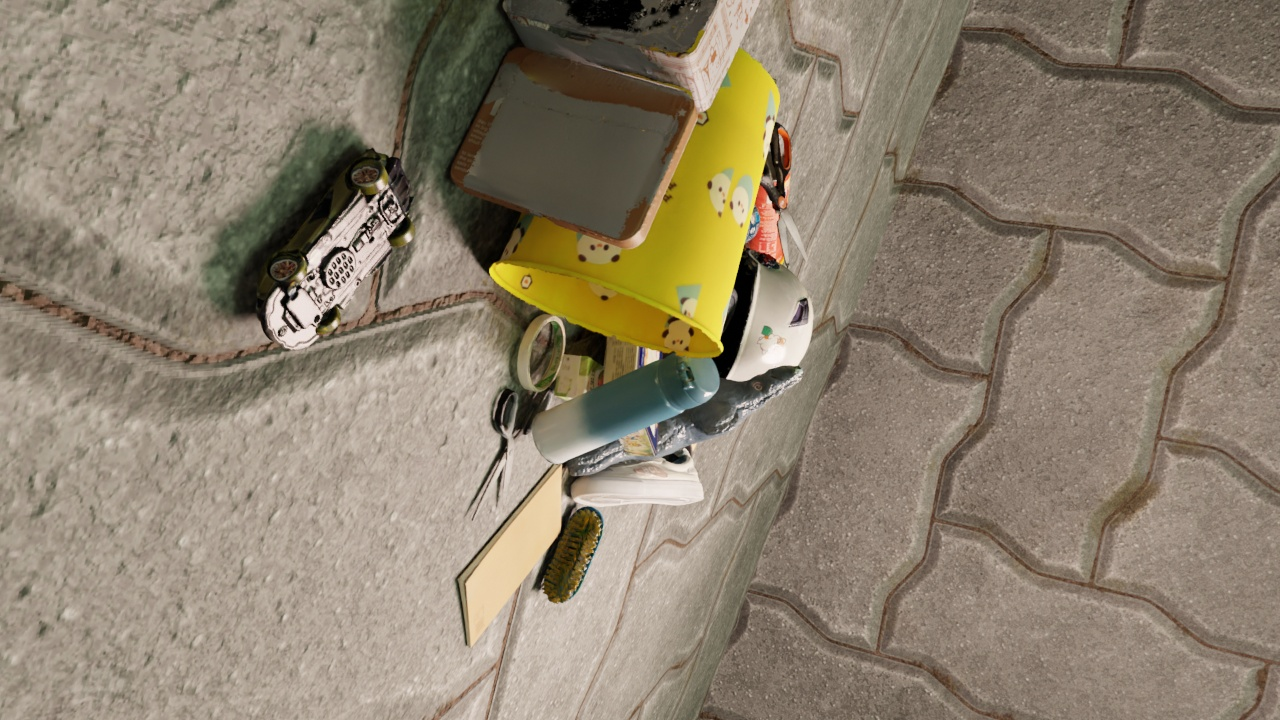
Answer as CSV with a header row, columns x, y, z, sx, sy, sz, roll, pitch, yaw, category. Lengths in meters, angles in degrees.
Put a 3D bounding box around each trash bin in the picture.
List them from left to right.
x,y,z,sx,sy,sz,roll,pitch,yaw,category
0.008,-0.159,0.875,0.229,0.230,0.255,43,65,-69,trash bin

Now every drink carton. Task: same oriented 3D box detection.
x,y,z,sx,sy,sz,roll,pitch,yaw,category
-0.067,0.029,1.120,0.122,0.045,0.053,33,64,-71,drink carton

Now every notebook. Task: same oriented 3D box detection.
x,y,z,sx,sy,sz,roll,pitch,yaw,category
-0.160,0.247,1.168,0.210,0.012,0.150,-50,155,-41,notebook

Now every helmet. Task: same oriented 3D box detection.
x,y,z,sx,sy,sz,roll,pitch,yaw,category
0.189,-0.053,1.437,0.274,0.157,0.230,-121,-135,-72,helmet

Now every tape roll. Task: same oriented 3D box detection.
x,y,z,sx,sy,sz,roll,pitch,yaw,category
-0.108,-0.008,1.006,0.085,0.014,0.086,14,90,-69,tape roll

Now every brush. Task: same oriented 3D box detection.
x,y,z,sx,sy,sz,roll,pitch,yaw,category
-0.095,0.277,1.312,0.073,0.055,0.144,65,48,-85,brush

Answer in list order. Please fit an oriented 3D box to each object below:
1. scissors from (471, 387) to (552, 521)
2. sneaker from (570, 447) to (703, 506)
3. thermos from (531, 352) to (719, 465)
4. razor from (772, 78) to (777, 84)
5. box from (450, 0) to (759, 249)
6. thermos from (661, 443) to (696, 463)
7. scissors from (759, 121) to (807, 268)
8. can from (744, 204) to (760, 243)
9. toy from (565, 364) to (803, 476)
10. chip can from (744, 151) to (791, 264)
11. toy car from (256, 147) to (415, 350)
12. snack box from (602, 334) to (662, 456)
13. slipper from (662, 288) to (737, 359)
x,y,z,sx,sy,sz,roll,pitch,yaw,category
-0.147,0.098,1.032,0.180,0.014,0.159,-60,159,-25,scissors
-0.002,0.162,1.337,0.241,0.090,0.090,8,67,-45,sneaker
-0.017,0.050,1.000,0.070,0.221,0.070,39,39,-40,thermos
0.170,-0.369,1.355,0.132,0.028,0.043,-50,158,-37,razor
-0.031,-0.233,0.735,0.260,0.177,0.082,-65,161,-9,box
0.049,0.141,1.503,0.143,0.093,0.093,-19,129,-75,thermos
0.213,-0.262,1.391,0.224,0.022,0.204,46,55,-27,scissors
0.124,-0.198,1.339,0.110,0.075,0.075,-32,140,-59,can
0.058,0.080,1.293,0.138,0.356,0.091,-163,-128,-80,toy
0.209,-0.242,1.524,0.073,0.073,0.217,-57,158,-28,chip can
-0.210,-0.078,0.632,0.157,0.042,0.070,-59,159,-26,toy car
-0.007,0.007,1.159,0.183,0.046,0.177,73,18,-61,snack box
0.050,-0.023,1.353,0.110,0.083,0.269,-36,162,-40,slipper
